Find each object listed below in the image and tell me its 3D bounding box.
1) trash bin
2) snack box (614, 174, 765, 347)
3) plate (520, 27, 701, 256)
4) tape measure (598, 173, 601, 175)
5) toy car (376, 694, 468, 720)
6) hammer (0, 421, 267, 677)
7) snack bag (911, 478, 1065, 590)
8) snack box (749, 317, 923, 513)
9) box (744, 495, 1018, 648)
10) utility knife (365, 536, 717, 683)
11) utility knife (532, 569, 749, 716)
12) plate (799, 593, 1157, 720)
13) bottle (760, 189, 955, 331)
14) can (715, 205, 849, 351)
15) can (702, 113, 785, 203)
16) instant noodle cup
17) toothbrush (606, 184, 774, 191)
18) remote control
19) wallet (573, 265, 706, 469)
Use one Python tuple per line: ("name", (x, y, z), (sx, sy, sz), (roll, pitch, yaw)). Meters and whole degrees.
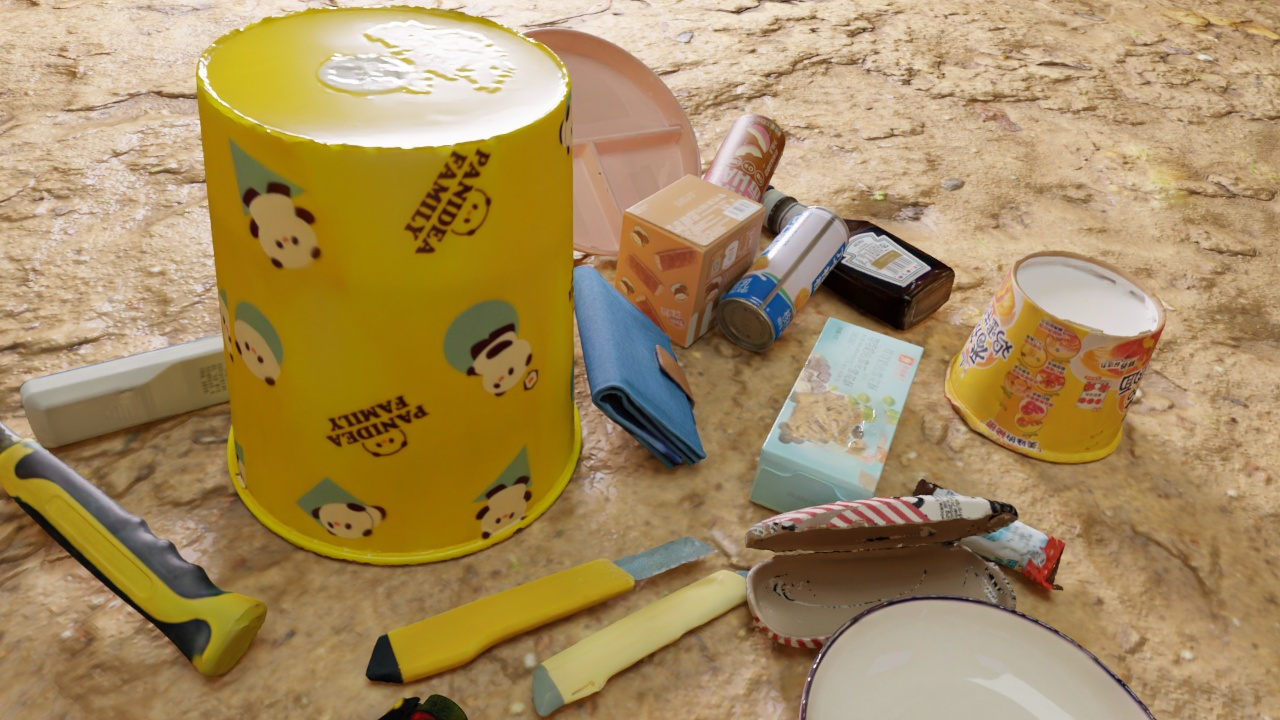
("trash bin", (-0.139, -0.050, 0.539), (0.229, 0.256, 0.229), (5, 39, -4))
("snack box", (0.038, -0.082, 0.738), (0.077, 0.095, 0.092), (29, 43, 24))
("plate", (-0.048, -0.196, 0.831), (0.229, 0.028, 0.229), (10, 68, -26))
("tape measure", (-0.048, -0.207, 0.903), (0.033, 0.066, 0.066), (-12, 16, -28))
("toy car", (-0.067, 0.207, 0.404), (0.156, 0.041, 0.071), (20, 40, 17))
("hammer", (-0.337, 0.066, 0.508), (0.323, 0.032, 0.126), (32, 84, 16))
("snack bag", (0.221, 0.110, 0.587), (0.105, 0.026, 0.045), (24, 50, 21))
("snack box", (0.140, 0.041, 0.638), (0.074, 0.052, 0.174), (20, 40, 15))
("box", (0.142, 0.126, 0.531), (0.162, 0.076, 0.088), (-3, 72, -14))
("utility knife", (-0.050, 0.136, 0.514), (0.208, 0.015, 0.033), (-15, 43, -22))
("utility knife", (0.009, 0.149, 0.510), (0.167, 0.018, 0.031), (-21, 51, -30))
("plate", (0.167, 0.205, 0.445), (0.192, 0.039, 0.192), (5, 41, -5))
("bottle", (0.183, -0.099, 0.827), (0.079, 0.044, 0.195), (-31, 51, -26))
("can", (0.118, -0.069, 0.747), (0.053, 0.053, 0.134), (27, 56, 22))
("can", (0.088, -0.163, 0.850), (0.058, 0.058, 0.147), (18, 56, 13))
("instant noodle cup", (0.312, -0.009, 0.685), (0.138, 0.110, 0.137), (5, 40, -4))
("toothbrush", (0.026, -0.160, 0.891), (0.212, 0.027, 0.026), (0, -5, -9))
("remote control", (-0.320, 0.020, 0.587), (0.124, 0.049, 0.024), (-19, 48, -29))
("wallet", (-0.004, 0.004, 0.633), (0.040, 0.106, 0.133), (-34, 39, 17))
